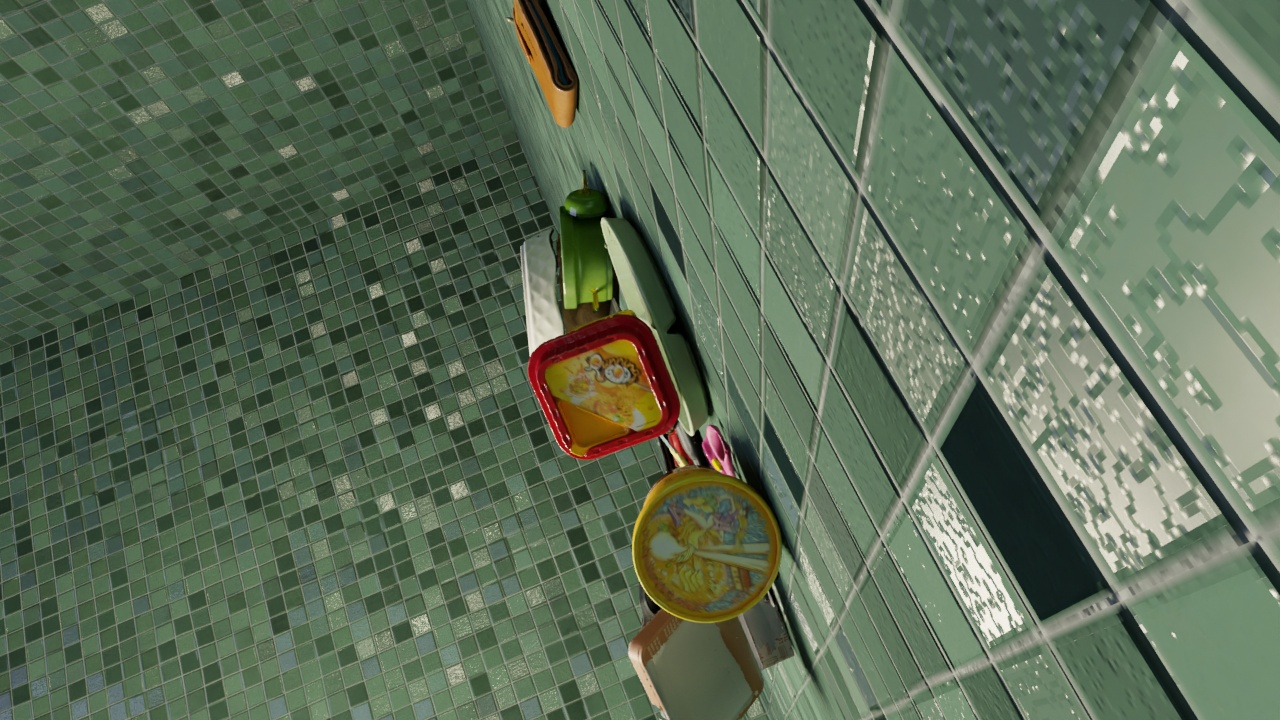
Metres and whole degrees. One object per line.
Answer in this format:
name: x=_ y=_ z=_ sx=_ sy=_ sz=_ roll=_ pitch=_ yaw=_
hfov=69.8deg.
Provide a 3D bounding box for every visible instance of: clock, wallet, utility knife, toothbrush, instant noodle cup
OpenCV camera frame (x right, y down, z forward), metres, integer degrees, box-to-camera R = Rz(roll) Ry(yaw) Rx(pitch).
clock: x=-0.063 y=-0.135 z=1.043 sx=0.116 sy=0.056 sz=0.161 roll=-164 pitch=71 yaw=-85
wallet: x=0.033 y=0.089 z=1.230 sx=0.096 sy=0.020 sz=0.122 roll=5 pitch=-112 yaw=-73
utility knife: x=0.063 y=0.139 z=1.126 sx=0.208 sy=0.021 sz=0.031 roll=59 pitch=166 yaw=-22
toothbrush: x=0.061 y=0.096 z=1.094 sx=0.026 sy=0.027 sz=0.213 roll=-37 pitch=-72 yaw=-48
instant noodle cup: x=-0.030 y=0.012 z=0.839 sx=0.123 sy=0.116 sz=0.116 roll=-83 pitch=-28 yaw=-72
wallet: x=-0.091 y=-0.293 z=0.873 sx=0.119 sy=0.035 sz=0.130 roll=61 pitch=177 yaw=-2
instant noodle cup: x=0.050 y=0.144 z=0.775 sx=0.114 sy=0.118 sz=0.118 roll=-114 pitch=1 yaw=-84

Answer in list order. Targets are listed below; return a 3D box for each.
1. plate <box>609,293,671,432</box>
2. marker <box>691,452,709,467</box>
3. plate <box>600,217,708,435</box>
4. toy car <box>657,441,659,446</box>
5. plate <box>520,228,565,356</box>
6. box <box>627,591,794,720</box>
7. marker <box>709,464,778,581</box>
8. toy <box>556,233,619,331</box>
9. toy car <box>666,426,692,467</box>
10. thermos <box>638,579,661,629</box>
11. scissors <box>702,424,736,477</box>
plate: x=-0.006 y=0.006 z=1.097 sx=0.179 sy=0.024 sz=0.179 roll=152 pitch=95 yaw=-89
marker: x=0.071 y=0.119 z=1.137 sx=0.015 sy=0.018 sz=0.124 roll=-127 pitch=15 yaw=-60
plate: x=0.015 y=-0.036 z=0.896 sx=0.230 sy=0.027 sz=0.230 roll=155 pitch=92 yaw=-88
toy car: x=0.053 y=0.123 z=1.335 sx=0.121 sy=0.036 sz=0.054 roll=96 pitch=154 yaw=-63
plate: x=-0.121 y=-0.060 z=1.149 sx=0.205 sy=0.045 sz=0.205 roll=173 pitch=91 yaw=-83
box: x=0.085 y=0.287 z=1.011 sx=0.270 sy=0.133 sz=0.179 roll=-60 pitch=-46 yaw=-57
marker: x=0.101 y=0.159 z=0.909 sx=0.022 sy=0.020 sz=0.132 roll=97 pitch=154 yaw=-58
toy: x=-0.065 y=-0.064 z=1.172 sx=0.143 sy=0.082 sz=0.226 roll=26 pitch=-121 yaw=-73
toy car: x=0.054 y=0.110 z=1.193 sx=0.049 sy=0.031 sz=0.106 roll=3 pitch=-111 yaw=-74
thermos: x=0.043 y=0.248 z=1.190 sx=0.090 sy=0.069 sz=0.241 roll=57 pitch=-154 yaw=-26
scissors: x=0.086 y=0.110 z=0.859 sx=0.132 sy=0.017 sz=0.133 roll=74 pitch=168 yaw=-46
